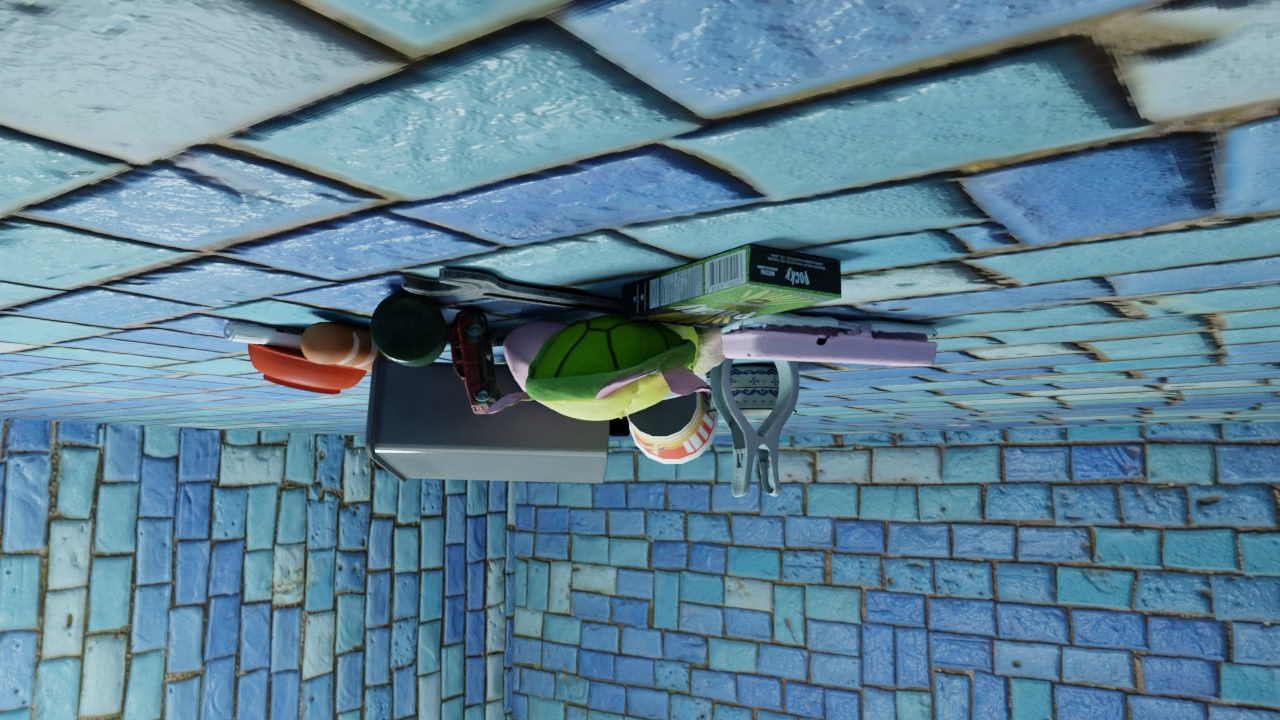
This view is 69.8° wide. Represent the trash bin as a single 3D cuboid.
[{"bbox_3d":[-0.144,0.066,0.925,0.220,0.097,0.192,2,164,-3],"label":"trash bin"}]

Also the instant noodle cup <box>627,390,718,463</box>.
[{"bbox_3d":[0.036,0.067,1.218,0.123,0.123,0.121,-1,165,10],"label":"instant noodle cup"}]

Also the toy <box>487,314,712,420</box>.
[{"bbox_3d":[-0.034,0.007,0.746,0.189,0.088,0.238,-14,-170,-28],"label":"toy"}]

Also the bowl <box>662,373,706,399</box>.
[{"bbox_3d":[-0.006,0.006,0.970,0.149,0.043,0.150,-3,163,-1],"label":"bowl"}]

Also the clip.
[{"bbox_3d":[0.094,0.053,0.934,0.143,0.172,0.029,14,166,-25],"label":"clip"}]

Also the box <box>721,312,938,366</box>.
[{"bbox_3d":[0.175,-0.019,0.847,0.202,0.044,0.086,2,177,-22],"label":"box"}]

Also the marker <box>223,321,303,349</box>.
[{"bbox_3d":[-0.344,-0.020,0.901,0.017,0.020,0.133,-44,152,21],"label":"marker"}]

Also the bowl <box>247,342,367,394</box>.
[{"bbox_3d":[-0.341,0.008,0.934,0.122,0.035,0.122,14,-179,-1],"label":"bowl"}]

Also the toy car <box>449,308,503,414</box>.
[{"bbox_3d":[-0.140,0.001,0.783,0.036,0.091,0.042,-14,171,5],"label":"toy car"}]

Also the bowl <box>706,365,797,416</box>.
[{"bbox_3d":[0.143,0.038,1.184,0.115,0.059,0.115,0,173,0],"label":"bowl"}]

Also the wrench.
[{"bbox_3d":[-0.054,-0.047,0.727,0.272,0.010,0.070,6,171,-37],"label":"wrench"}]

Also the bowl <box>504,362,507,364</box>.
[{"bbox_3d":[-0.105,0.028,1.111,0.220,0.060,0.188,-5,171,27],"label":"bowl"}]

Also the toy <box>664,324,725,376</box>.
[{"bbox_3d":[0.038,-0.006,0.865,0.115,0.046,0.092,-9,147,-27],"label":"toy"}]

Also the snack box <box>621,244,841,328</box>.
[{"bbox_3d":[0.060,-0.049,0.649,0.080,0.025,0.148,5,171,-33],"label":"snack box"}]

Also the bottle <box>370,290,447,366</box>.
[{"bbox_3d":[-0.189,-0.020,0.774,0.055,0.055,0.174,1,176,-9],"label":"bottle"}]

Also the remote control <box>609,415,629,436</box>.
[{"bbox_3d":[-0.083,0.068,1.065,0.151,0.041,0.020,4,130,-25],"label":"remote control"}]

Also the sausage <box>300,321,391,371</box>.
[{"bbox_3d":[-0.271,-0.011,0.881,0.044,0.039,0.164,41,-176,14],"label":"sausage"}]
